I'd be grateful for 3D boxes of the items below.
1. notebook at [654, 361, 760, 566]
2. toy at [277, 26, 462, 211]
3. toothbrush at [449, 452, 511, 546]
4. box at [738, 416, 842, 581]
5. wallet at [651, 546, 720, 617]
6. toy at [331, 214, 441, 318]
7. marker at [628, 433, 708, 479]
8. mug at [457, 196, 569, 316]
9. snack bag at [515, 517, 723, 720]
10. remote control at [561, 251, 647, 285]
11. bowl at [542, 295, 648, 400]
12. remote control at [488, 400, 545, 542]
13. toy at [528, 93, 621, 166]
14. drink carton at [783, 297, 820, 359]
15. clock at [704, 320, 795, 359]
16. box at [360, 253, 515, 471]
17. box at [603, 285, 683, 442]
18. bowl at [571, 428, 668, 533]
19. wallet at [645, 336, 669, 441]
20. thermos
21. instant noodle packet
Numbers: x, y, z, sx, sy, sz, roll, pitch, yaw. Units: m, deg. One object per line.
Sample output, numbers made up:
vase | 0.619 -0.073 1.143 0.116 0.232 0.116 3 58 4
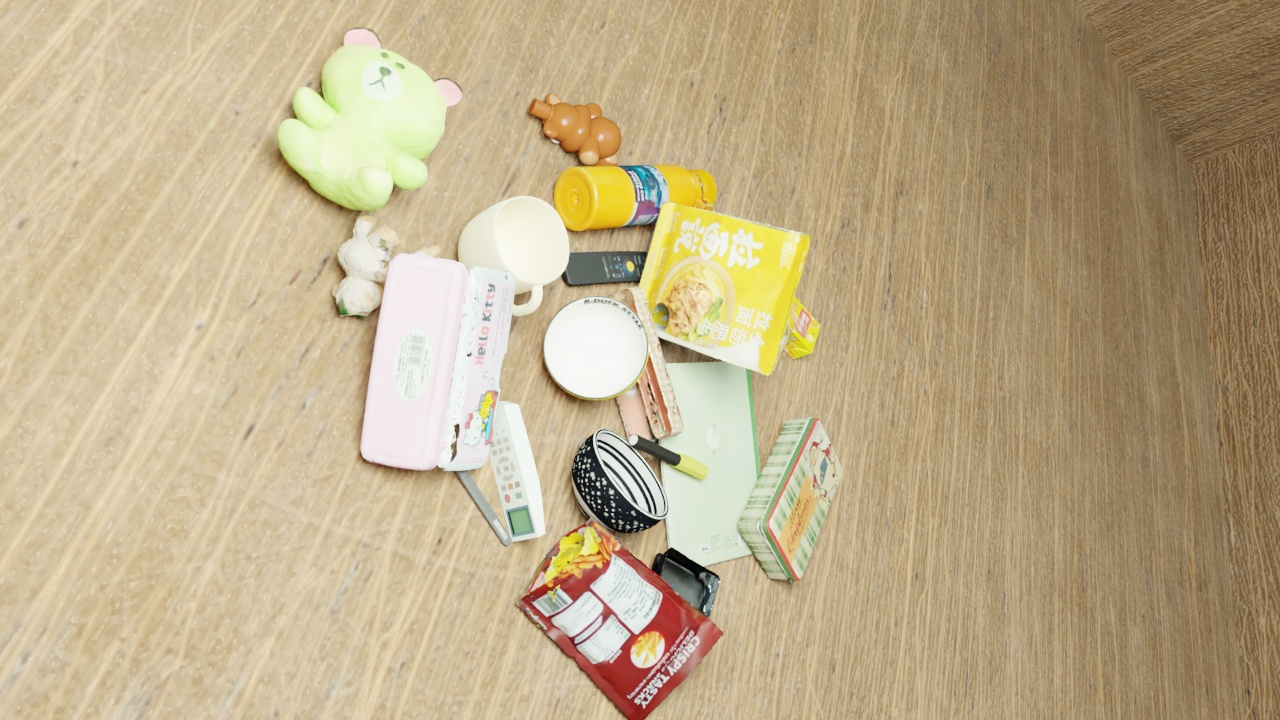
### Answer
notebook | 0.091 0.127 1.152 0.181 0.010 0.252 -2 85 -43
toy | -0.270 -0.231 0.913 0.150 0.107 0.196 28 45 -6
toothbrush | -0.178 0.120 0.929 0.012 0.013 0.167 -42 107 -42
box | 0.205 0.181 1.219 0.118 0.051 0.204 58 46 -26
wallet | 0.039 0.284 1.055 0.089 0.026 0.114 36 59 -27
toy | -0.255 -0.084 0.887 0.105 0.085 0.074 -63 152 -14
marker | 0.033 0.112 1.077 0.123 0.018 0.021 29 33 -39
mug | -0.140 -0.105 0.981 0.096 0.100 0.120 -11 89 -42
snack bag | -0.020 0.278 0.971 0.208 0.067 0.138 46 76 -14
remote control | -0.039 -0.113 1.133 0.151 0.020 0.041 -8 80 -45
bowl | -0.048 -0.010 1.039 0.117 0.067 0.117 0 82 2
remote control | -0.129 0.112 0.949 0.024 0.050 0.143 -11 83 -43
toy | -0.081 -0.282 1.135 0.127 0.065 0.094 19 55 -28
drink carton | 0.202 -0.068 1.322 0.134 0.043 0.058 44 50 -23
clock | 0.145 -0.035 1.235 0.140 0.055 0.093 -26 113 -25
box | -0.185 0.006 0.871 0.146 0.077 0.201 8 93 -28
box | -0.006 0.006 1.084 0.041 0.083 0.187 -10 81 -47
bowl | -0.033 0.142 1.006 0.120 0.066 0.120 45 16 -17
wallet | 0.016 0.035 1.130 0.072 0.020 0.123 -13 85 -44
thermos | 0.004 -0.202 1.163 0.232 0.076 0.091 -13 86 -45
instant noodle packet | 0.097 -0.087 1.075 0.084 0.222 0.163 11 99 -39
